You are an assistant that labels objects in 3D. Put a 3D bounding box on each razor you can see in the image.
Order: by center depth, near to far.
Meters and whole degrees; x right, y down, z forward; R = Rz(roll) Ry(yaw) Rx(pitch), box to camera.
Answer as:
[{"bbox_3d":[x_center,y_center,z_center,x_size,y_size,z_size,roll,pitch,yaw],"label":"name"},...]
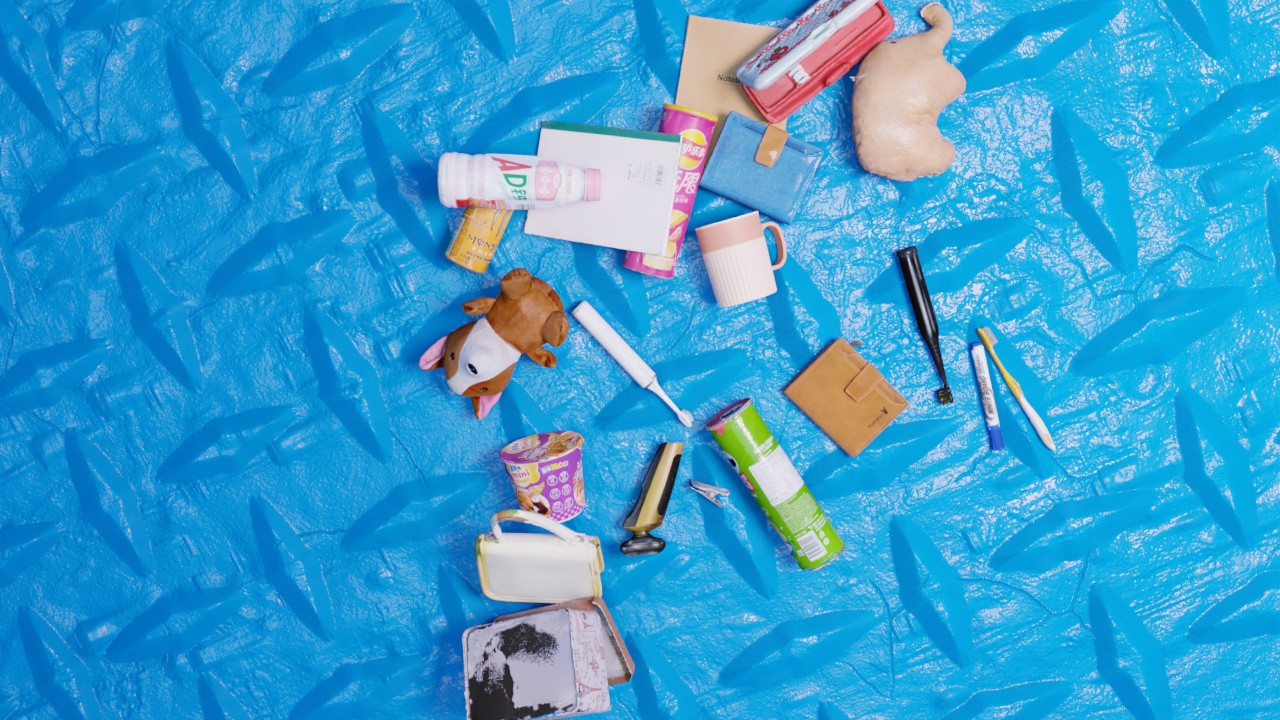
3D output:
[{"bbox_3d":[0.022,0.187,1.235,0.068,0.062,0.167,20,93,33],"label":"razor"}]

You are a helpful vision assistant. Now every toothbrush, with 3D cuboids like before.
[{"bbox_3d":[0.374,-0.044,1.194,0.027,0.026,0.212,-18,96,-7],"label":"toothbrush"},{"bbox_3d":[0.495,0.037,1.201,0.018,0.016,0.191,-33,93,-2],"label":"toothbrush"},{"bbox_3d":[-0.007,0.007,1.227,0.221,0.026,0.027,46,136,-2],"label":"toothbrush"}]

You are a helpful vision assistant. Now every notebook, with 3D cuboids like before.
[{"bbox_3d":[-0.050,-0.221,1.167,0.209,0.012,0.150,13,99,27],"label":"notebook"},{"bbox_3d":[0.118,-0.330,1.187,0.148,0.008,0.208,9,98,3],"label":"notebook"}]

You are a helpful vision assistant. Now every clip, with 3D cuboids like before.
[{"bbox_3d":[0.092,0.176,1.242,0.057,0.024,0.028,25,101,-3],"label":"clip"}]

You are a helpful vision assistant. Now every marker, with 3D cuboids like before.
[{"bbox_3d":[0.455,0.047,1.204,0.017,0.017,0.146,-14,96,5],"label":"marker"}]

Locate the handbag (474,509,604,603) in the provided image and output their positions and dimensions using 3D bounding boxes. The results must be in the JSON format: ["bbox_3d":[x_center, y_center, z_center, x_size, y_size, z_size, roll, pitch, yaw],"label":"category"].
[{"bbox_3d":[-0.132,0.248,1.206,0.163,0.063,0.179,1,135,3],"label":"handbag"}]

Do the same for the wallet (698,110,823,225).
[{"bbox_3d":[0.154,-0.246,1.172,0.133,0.040,0.106,24,103,0],"label":"wallet"}]

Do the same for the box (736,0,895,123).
[{"bbox_3d":[0.218,-0.386,1.120,0.201,0.099,0.095,-38,96,5],"label":"box"}]

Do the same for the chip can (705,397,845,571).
[{"bbox_3d":[0.178,0.164,1.210,0.072,0.072,0.236,-33,94,7],"label":"chip can"}]

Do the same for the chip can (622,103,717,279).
[{"bbox_3d":[0.036,-0.213,1.167,0.071,0.071,0.211,16,102,2],"label":"chip can"}]

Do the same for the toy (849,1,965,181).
[{"bbox_3d":[0.331,-0.337,1.139,0.143,0.082,0.226,5,95,-12],"label":"toy"}]

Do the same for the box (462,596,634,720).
[{"bbox_3d":[-0.118,0.403,1.226,0.182,0.168,0.150,-18,64,25],"label":"box"}]

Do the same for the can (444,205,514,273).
[{"bbox_3d":[-0.201,-0.190,1.201,0.058,0.058,0.146,26,98,0],"label":"can"}]

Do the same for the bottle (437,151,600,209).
[{"bbox_3d":[-0.148,-0.221,1.134,0.197,0.068,0.068,0,97,-4],"label":"bottle"}]

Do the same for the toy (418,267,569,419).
[{"bbox_3d":[-0.185,-0.020,1.195,0.200,0.130,0.140,-38,99,17],"label":"toy"}]

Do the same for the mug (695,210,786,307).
[{"bbox_3d":[0.137,-0.134,1.180,0.114,0.082,0.106,-19,98,-24],"label":"mug"}]

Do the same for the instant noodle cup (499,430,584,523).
[{"bbox_3d":[-0.123,0.158,1.217,0.111,0.111,0.099,-9,103,5],"label":"instant noodle cup"}]

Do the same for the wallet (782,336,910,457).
[{"bbox_3d":[0.276,0.043,1.211,0.130,0.035,0.119,43,104,-2],"label":"wallet"}]
